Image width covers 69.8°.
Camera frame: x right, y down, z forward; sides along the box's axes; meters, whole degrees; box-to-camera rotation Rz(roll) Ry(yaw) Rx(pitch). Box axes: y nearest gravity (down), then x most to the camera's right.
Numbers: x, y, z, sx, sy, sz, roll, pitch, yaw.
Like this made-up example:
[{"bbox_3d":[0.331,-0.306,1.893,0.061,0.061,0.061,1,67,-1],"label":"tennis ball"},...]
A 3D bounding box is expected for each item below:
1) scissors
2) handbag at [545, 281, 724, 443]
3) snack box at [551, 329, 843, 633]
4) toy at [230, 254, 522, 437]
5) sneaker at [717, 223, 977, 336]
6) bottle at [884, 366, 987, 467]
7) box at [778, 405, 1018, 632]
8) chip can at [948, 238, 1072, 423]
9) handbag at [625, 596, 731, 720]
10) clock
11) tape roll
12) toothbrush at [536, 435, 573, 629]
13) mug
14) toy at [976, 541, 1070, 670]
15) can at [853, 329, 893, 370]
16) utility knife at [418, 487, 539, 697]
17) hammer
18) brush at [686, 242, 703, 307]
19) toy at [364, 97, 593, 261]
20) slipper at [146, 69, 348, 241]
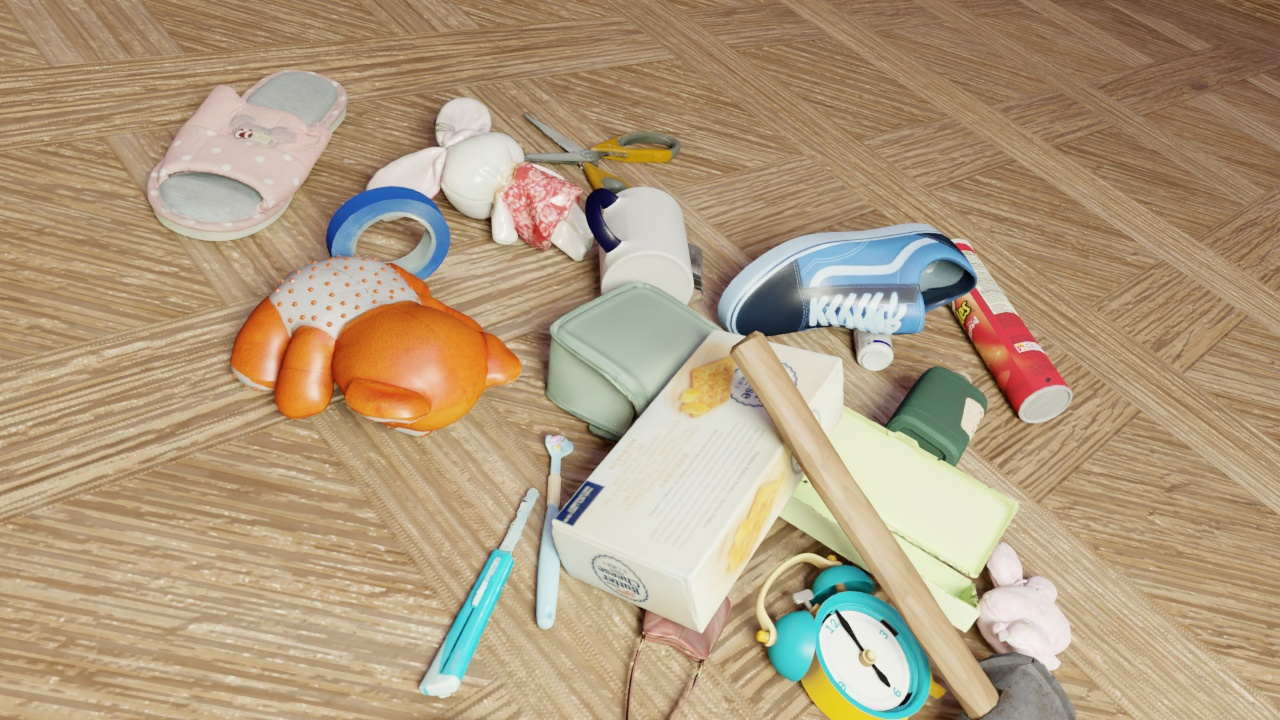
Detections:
[{"bbox_3d":[-0.034,-0.200,0.955,0.224,0.016,0.229,-10,49,-31],"label":"scissors"},{"bbox_3d":[-0.004,0.004,0.706,0.106,0.067,0.121,31,41,25],"label":"handbag"},{"bbox_3d":[0.046,0.069,0.608,0.104,0.057,0.207,15,47,32],"label":"snack box"},{"bbox_3d":[-0.177,-0.006,0.637,0.172,0.093,0.163,30,37,29],"label":"toy"},{"bbox_3d":[0.192,-0.060,0.811,0.241,0.084,0.098,-16,42,-17],"label":"sneaker"},{"bbox_3d":[0.249,0.047,0.771,0.061,0.061,0.130,36,43,13],"label":"bottle"},{"bbox_3d":[0.167,0.108,0.671,0.188,0.066,0.127,29,56,10],"label":"box"},{"bbox_3d":[0.349,-0.034,0.908,0.051,0.052,0.214,4,44,-19],"label":"chip can"},{"bbox_3d":[0.015,0.186,0.553,0.055,0.029,0.119,22,46,4],"label":"handbag"},{"bbox_3d":[0.133,0.183,0.591,0.129,0.044,0.098,45,46,15],"label":"clock"},{"bbox_3d":[-0.195,-0.093,0.713,0.092,0.092,0.016,-13,51,-27],"label":"tape roll"},{"bbox_3d":[-0.058,0.109,0.609,0.022,0.016,0.154,22,39,-20],"label":"toothbrush"},{"bbox_3d":[-0.007,-0.102,0.796,0.112,0.079,0.096,40,29,-34],"label":"mug"},{"bbox_3d":[0.270,0.178,0.651,0.063,0.047,0.109,35,33,5],"label":"toy"},{"bbox_3d":[0.217,-0.031,0.863,0.032,0.032,0.095,16,41,-6],"label":"can"},{"bbox_3d":[-0.094,0.136,0.568,0.022,0.015,0.161,-3,35,18],"label":"utility knife"},{"bbox_3d":[0.152,0.125,0.560,0.097,0.052,0.328,-35,91,-44],"label":"hammer"},{"bbox_3d":[0.039,-0.065,0.842,0.039,0.012,0.151,15,41,-8],"label":"brush"},{"bbox_3d":[-0.126,-0.155,0.822,0.194,0.084,0.158,28,60,2],"label":"toy"},{"bbox_3d":[-0.331,-0.196,0.796,0.114,0.055,0.273,15,41,-6],"label":"slipper"}]
